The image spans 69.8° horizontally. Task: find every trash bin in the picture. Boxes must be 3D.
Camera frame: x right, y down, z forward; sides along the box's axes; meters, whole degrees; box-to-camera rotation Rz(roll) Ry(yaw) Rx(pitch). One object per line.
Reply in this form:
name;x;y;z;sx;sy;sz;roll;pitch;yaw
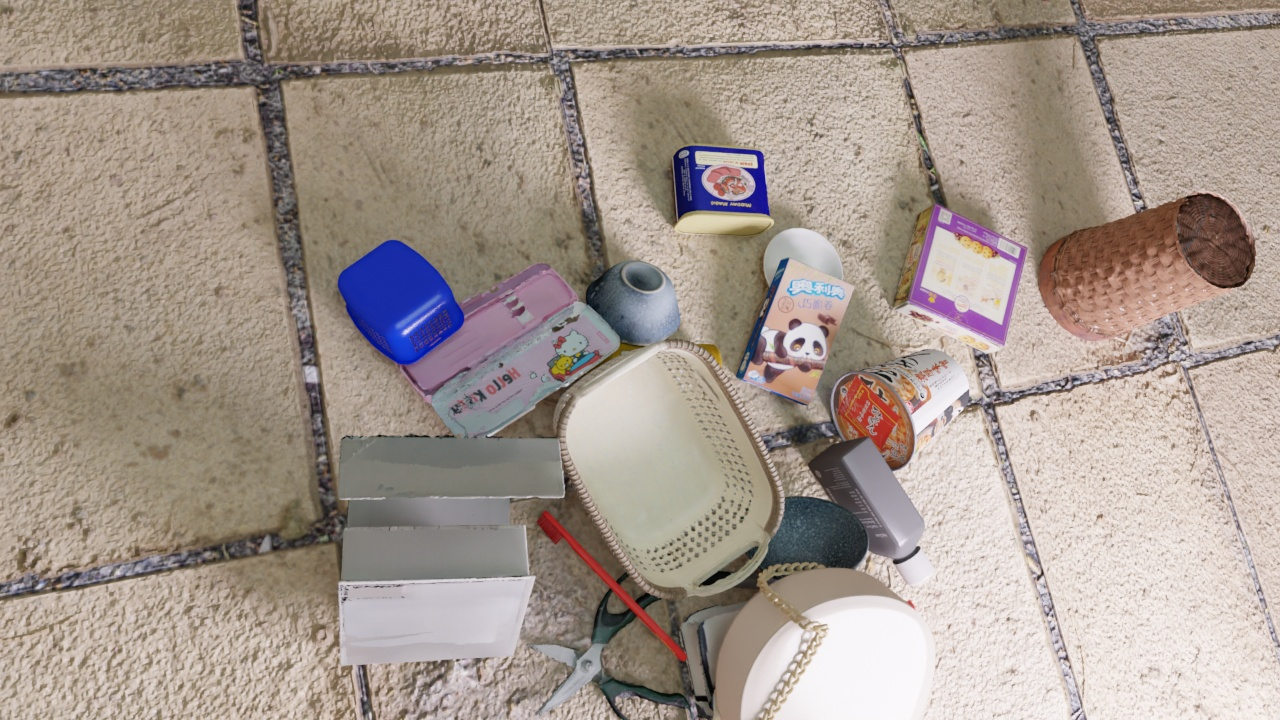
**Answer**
trash bin;0.629;-0.121;1.140;0.151;0.210;0.151;4;76;-16

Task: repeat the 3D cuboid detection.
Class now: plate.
plate;0.192;-0.107;1.108;0.104;0.026;0.104;4;77;-16

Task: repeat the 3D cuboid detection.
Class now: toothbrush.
toothbrush;-0.032;0.239;0.959;0.212;0.012;0.017;45;68;5

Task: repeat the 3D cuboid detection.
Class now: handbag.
handbag;0.133;0.343;0.965;0.151;0.074;0.176;-7;84;-18
handbag;0.183;0.313;0.895;0.210;0.103;0.209;1;104;-19

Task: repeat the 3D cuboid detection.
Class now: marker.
marker;0.118;0.246;1.014;0.138;0.016;0.022;9;106;-15

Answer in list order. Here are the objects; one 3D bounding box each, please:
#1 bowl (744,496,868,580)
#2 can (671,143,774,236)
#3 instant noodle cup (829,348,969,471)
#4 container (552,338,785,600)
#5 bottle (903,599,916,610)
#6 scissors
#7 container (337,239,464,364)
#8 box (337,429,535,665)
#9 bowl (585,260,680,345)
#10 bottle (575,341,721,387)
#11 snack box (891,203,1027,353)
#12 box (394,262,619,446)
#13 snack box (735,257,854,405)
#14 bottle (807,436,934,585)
bowl;0.178;0.213;1.005;0.137;0.137;0.057;-17;123;-19
can;0.095;-0.201;1.085;0.116;0.057;0.092;0;76;-16
instant noodle cup;0.308;0.048;1.065;0.121;0.124;0.123;-25;85;-29
container;0.019;0.102;0.922;0.184;0.143;0.246;-31;104;-13
bottle;0.255;0.269;1.033;0.109;0.044;0.044;28;71;-8
scissors;-0.011;0.323;0.959;0.201;0.015;0.202;-41;93;-21
container;-0.246;-0.063;0.932;0.096;0.058;0.114;-40;67;-19
box;-0.224;0.152;0.973;0.167;0.421;0.174;2;114;-16
bowl;-0.003;-0.073;1.009;0.110;0.055;0.110;9;48;-10
bottle;-0.006;0.006;1.010;0.186;0.053;0.053;1;77;-16
snack box;0.406;-0.104;1.161;0.143;0.041;0.147;24;72;-10
box;-0.139;-0.009;0.958;0.201;0.038;0.152;-34;66;-20
snack box;0.179;-0.033;1.063;0.087;0.034;0.151;22;89;-11
bottle;0.270;0.173;1.037;0.046;0.084;0.174;-33;89;-20
